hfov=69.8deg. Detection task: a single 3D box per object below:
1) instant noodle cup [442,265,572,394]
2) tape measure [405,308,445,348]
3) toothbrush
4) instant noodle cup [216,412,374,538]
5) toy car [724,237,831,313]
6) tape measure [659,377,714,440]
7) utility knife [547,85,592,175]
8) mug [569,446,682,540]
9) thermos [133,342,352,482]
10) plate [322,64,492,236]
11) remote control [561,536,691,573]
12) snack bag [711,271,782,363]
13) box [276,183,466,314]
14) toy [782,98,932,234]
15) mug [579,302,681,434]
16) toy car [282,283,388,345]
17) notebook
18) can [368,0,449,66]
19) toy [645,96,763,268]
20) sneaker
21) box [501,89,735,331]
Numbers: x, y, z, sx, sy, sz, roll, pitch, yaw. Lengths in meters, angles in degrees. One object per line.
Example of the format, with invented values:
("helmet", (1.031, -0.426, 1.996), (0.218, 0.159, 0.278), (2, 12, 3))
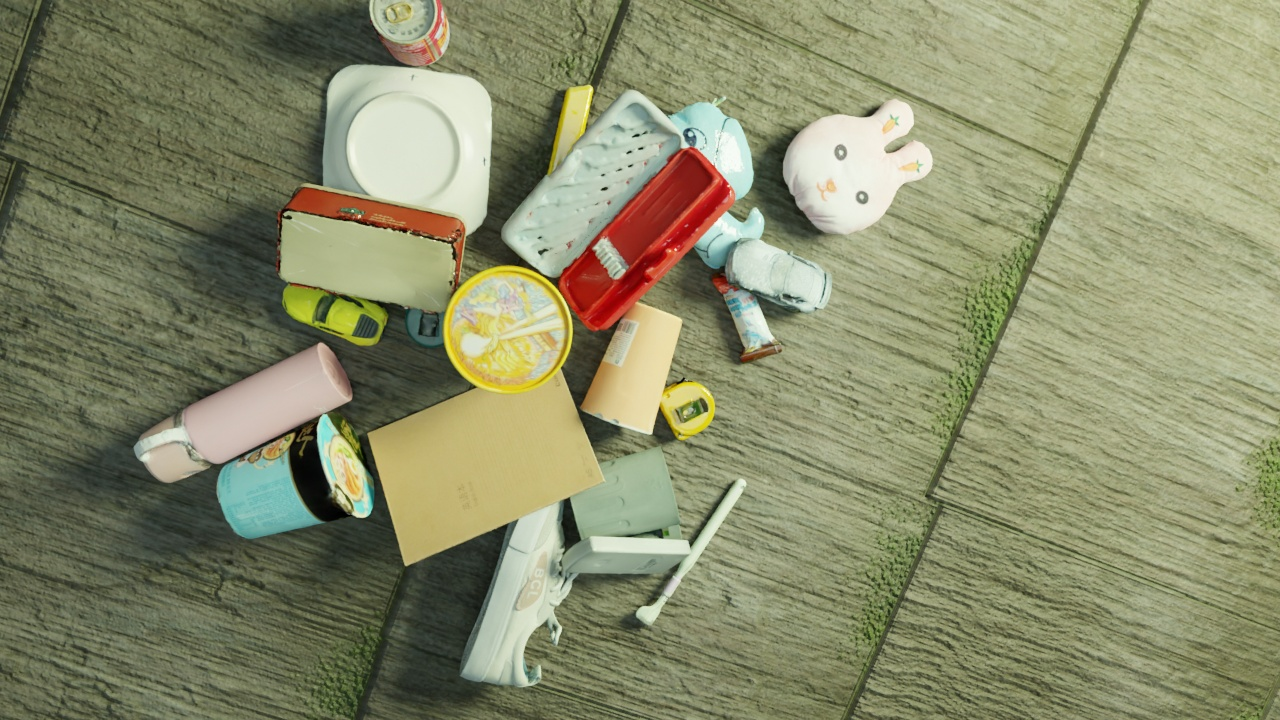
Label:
("instant noodle cup", (-0.128, -0.035, 0.896), (0.118, 0.114, 0.118), (-1, 98, -6))
("tape measure", (-0.211, -0.040, 0.932), (0.058, 0.025, 0.054), (5, 96, -6))
("toothbrush", (0.057, 0.207, 0.999), (0.029, 0.020, 0.189), (33, 93, -37))
("instant noodle cup", (-0.343, 0.121, 0.905), (0.120, 0.111, 0.111), (-19, 99, 3))
("toy car", (0.143, -0.087, 0.943), (0.120, 0.037, 0.054), (18, 83, -24))
("tape measure", (0.050, 0.050, 0.970), (0.057, 0.029, 0.060), (-28, 100, -2))
("utility knife", (-0.074, -0.204, 0.929), (0.033, 0.015, 0.154), (12, 96, -14))
("mug", (-0.015, 0.158, 0.960), (0.103, 0.083, 0.124), (-14, 124, -3))
("thermos", (-0.390, 0.052, 0.896), (0.198, 0.087, 0.067), (-25, 80, -3))
("plate", (-0.231, -0.206, 0.903), (0.164, 0.034, 0.164), (3, 98, -6))
("remote control", (-0.014, 0.201, 0.945), (0.135, 0.019, 0.056), (11, 140, -37))
("snack bag", (0.112, -0.049, 0.965), (0.048, 0.026, 0.104), (-18, 100, 5))
("box", (-0.258, -0.101, 0.879), (0.168, 0.077, 0.091), (11, 123, -7))
("toy", (0.225, -0.203, 0.944), (0.159, 0.054, 0.121), (-32, 100, -9))
("mug", (-0.006, 0.005, 0.938), (0.078, 0.078, 0.123), (19, 90, -8))
("toy car", (-0.307, -0.049, 0.917), (0.105, 0.032, 0.048), (23, 95, -7))
("notebook", (-0.157, 0.097, 0.922), (0.211, 0.012, 0.149), (-23, 65, -2))
("can", (-0.215, -0.317, 0.858), (0.066, 0.094, 0.066), (-1, 98, -6))
("toy", (0.065, -0.185, 0.930), (0.161, 0.050, 0.156), (24, 97, -13))
("sneaker", (-0.107, 0.227, 0.949), (0.090, 0.089, 0.242), (18, 96, -10))
("box", (-0.023, -0.143, 0.899), (0.160, 0.065, 0.201), (46, 108, 0))
